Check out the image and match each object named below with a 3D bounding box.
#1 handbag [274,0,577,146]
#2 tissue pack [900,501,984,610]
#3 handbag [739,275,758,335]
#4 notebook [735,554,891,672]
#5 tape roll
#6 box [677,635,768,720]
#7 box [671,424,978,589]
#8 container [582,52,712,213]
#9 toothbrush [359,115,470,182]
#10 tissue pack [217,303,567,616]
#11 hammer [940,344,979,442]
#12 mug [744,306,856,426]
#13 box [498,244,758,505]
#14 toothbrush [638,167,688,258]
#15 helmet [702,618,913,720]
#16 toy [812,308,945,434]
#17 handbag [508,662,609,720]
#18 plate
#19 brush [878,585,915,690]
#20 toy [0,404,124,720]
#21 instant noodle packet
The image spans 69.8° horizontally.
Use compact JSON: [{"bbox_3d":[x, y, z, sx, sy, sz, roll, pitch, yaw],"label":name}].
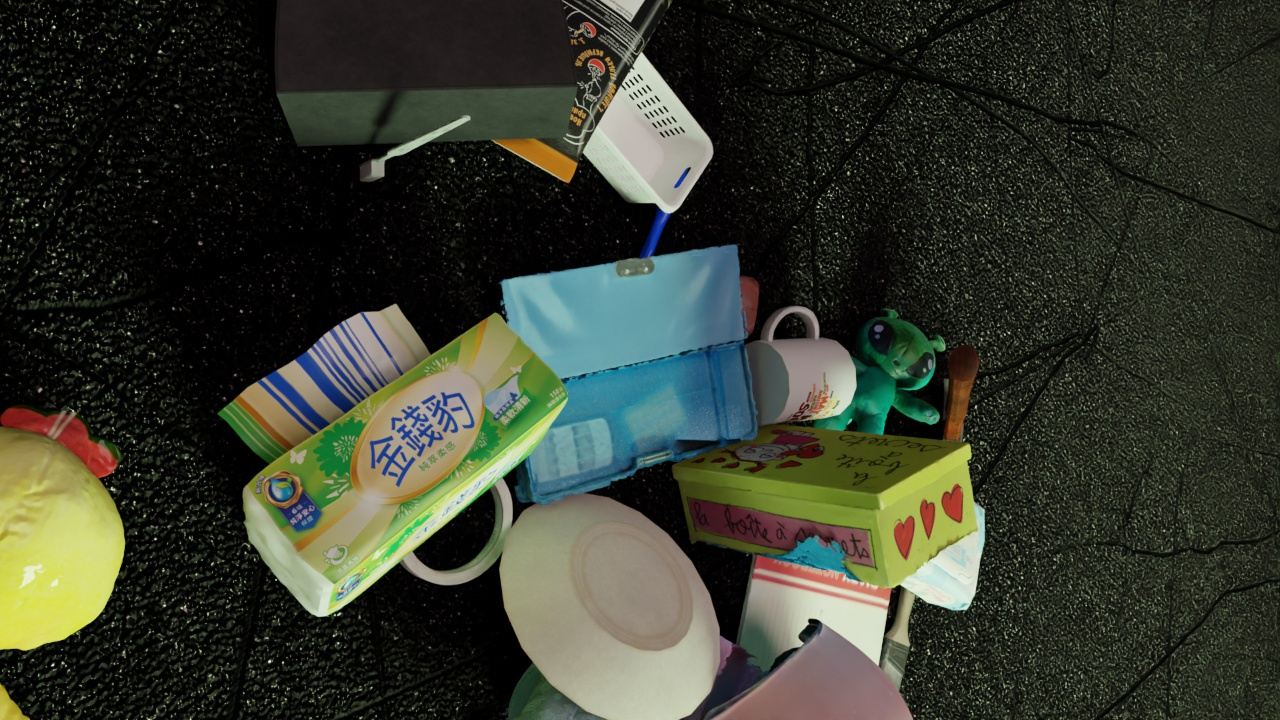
[{"bbox_3d":[-0.142,-0.248,0.597,0.175,0.072,0.195,-5,79,-12],"label":"handbag"},{"bbox_3d":[0.295,0.179,0.949,0.182,0.070,0.111,34,60,-32],"label":"tissue pack"},{"bbox_3d":[0.049,-0.054,0.800,0.119,0.029,0.055,7,90,-32],"label":"handbag"},{"bbox_3d":[0.173,0.251,0.895,0.208,0.012,0.153,22,75,-36],"label":"notebook"},{"bbox_3d":[-0.134,0.113,0.656,0.092,0.013,0.093,2,88,-38],"label":"tape roll"},{"bbox_3d":[0.046,0.353,0.764,0.230,0.035,0.159,-62,143,-15],"label":"box"},{"bbox_3d":[0.144,0.109,0.744,0.124,0.221,0.081,-19,100,-35],"label":"box"},{"bbox_3d":[-0.009,-0.185,0.738,0.129,0.050,0.080,45,63,-28],"label":"container"},{"bbox_3d":[-0.139,-0.124,0.551,0.010,0.182,0.010,-2,93,-33],"label":"toothbrush"},{"bbox_3d":[-0.167,0.042,0.582,0.141,0.121,0.197,47,51,6],"label":"tissue pack"},{"bbox_3d":[0.308,0.045,0.895,0.300,0.028,0.111,47,52,-66],"label":"hammer"},{"bbox_3d":[0.138,0.003,0.833,0.089,0.074,0.105,-3,91,-38],"label":"mug"},{"bbox_3d":[-0.004,0.004,0.738,0.231,0.034,0.174,-11,98,-34],"label":"box"},{"bbox_3d":[0.007,-0.101,0.770,0.018,0.016,0.182,31,71,-28],"label":"toothbrush"},{"bbox_3d":[0.134,0.351,0.737,0.229,0.153,0.256,-10,122,-58],"label":"helmet"},{"bbox_3d":[0.238,0.020,0.917,0.130,0.073,0.192,36,62,5],"label":"toy"},{"bbox_3d":[-0.053,0.285,0.646,0.122,0.119,0.191,62,32,-20],"label":"handbag"},{"bbox_3d":[-0.013,0.170,0.671,0.188,0.027,0.188,25,36,-21],"label":"plate"},{"bbox_3d":[0.271,0.300,0.970,0.039,0.012,0.151,30,71,-33],"label":"brush"},{"bbox_3d":[-0.339,0.115,0.447,0.134,0.092,0.207,36,70,-29],"label":"toy"},{"bbox_3d":[-0.073,-0.253,0.671,0.160,0.032,0.220,29,69,-4],"label":"instant noodle packet"}]
